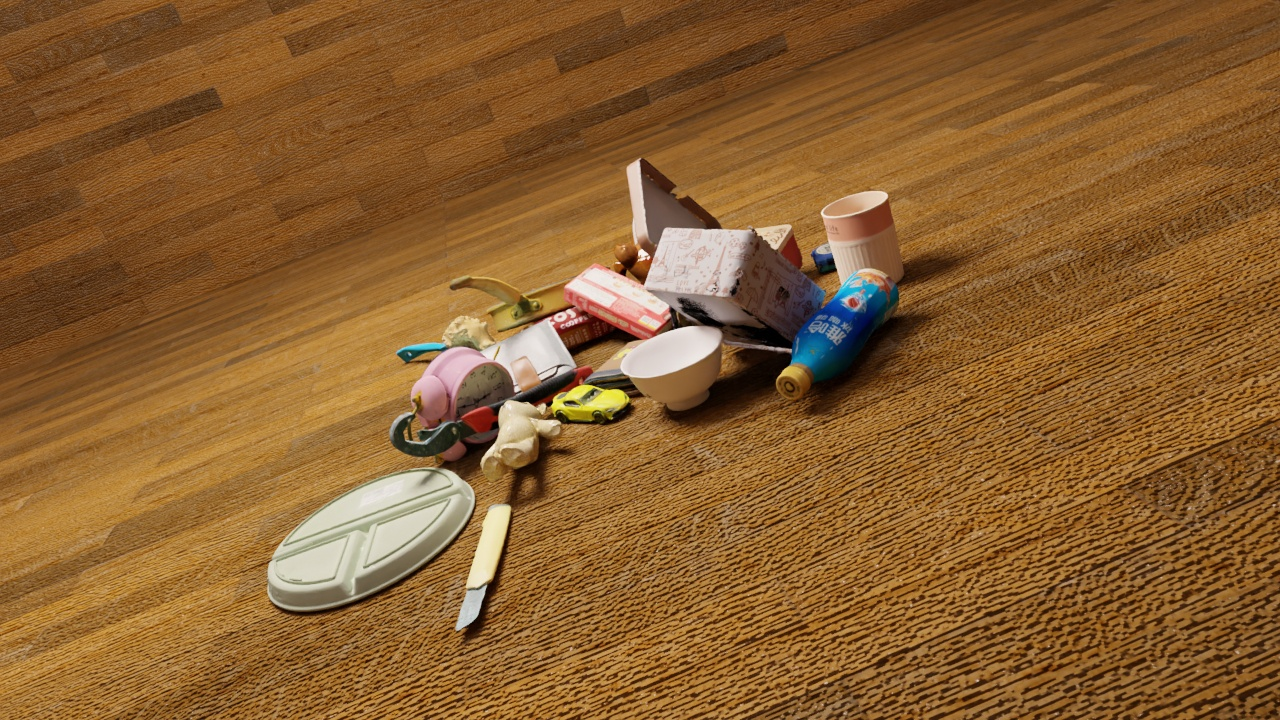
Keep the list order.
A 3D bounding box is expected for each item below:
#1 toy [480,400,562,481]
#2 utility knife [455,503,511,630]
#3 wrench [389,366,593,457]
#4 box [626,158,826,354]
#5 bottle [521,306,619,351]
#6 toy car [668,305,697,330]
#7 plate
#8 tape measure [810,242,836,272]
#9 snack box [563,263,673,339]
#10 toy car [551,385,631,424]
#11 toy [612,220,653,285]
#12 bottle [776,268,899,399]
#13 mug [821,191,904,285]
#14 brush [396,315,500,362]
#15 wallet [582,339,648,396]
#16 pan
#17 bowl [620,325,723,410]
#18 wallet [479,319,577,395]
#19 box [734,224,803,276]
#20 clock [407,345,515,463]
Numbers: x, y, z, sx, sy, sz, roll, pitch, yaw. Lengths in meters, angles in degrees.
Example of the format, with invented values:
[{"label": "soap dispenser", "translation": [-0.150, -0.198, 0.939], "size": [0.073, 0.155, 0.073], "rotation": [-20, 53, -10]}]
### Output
[{"label": "toy", "translation": [-0.139, 0.088, 1.004], "size": [0.105, 0.066, 0.157], "rotation": [-35, 11, 10]}, {"label": "utility knife", "translation": [-0.144, 0.181, 0.846], "size": [0.031, 0.021, 0.204], "rotation": [-20, 14, 8]}, {"label": "wrench", "translation": [-0.165, 0.057, 1.077], "size": [0.272, 0.056, 0.016], "rotation": [-17, 23, -35]}, {"label": "box", "translation": [0.080, -0.109, 1.054], "size": [0.134, 0.179, 0.270], "rotation": [-50, 46, 10]}, {"label": "bottle", "translation": [-0.081, -0.053, 1.303], "size": [0.174, 0.057, 0.057], "rotation": [-25, 22, -13]}, {"label": "toy car", "translation": [0.076, -0.090, 1.237], "size": [0.042, 0.070, 0.157], "rotation": [-1, 29, 29]}, {"label": "plate", "translation": [-0.286, 0.179, 0.968], "size": [0.230, 0.027, 0.229], "rotation": [-17, 21, 7]}, {"label": "tape measure", "translation": [0.263, -0.142, 1.260], "size": [0.054, 0.025, 0.058], "rotation": [-15, 26, 7]}, {"label": "snack box", "translation": [-0.024, -0.080, 1.261], "size": [0.153, 0.026, 0.075], "rotation": [27, 45, 21]}, {"label": "toy car", "translation": [-0.059, 0.049, 1.075], "size": [0.105, 0.032, 0.048], "rotation": [0, 29, 39]}, {"label": "toy", "translation": [0.022, -0.190, 1.473], "size": [0.140, 0.130, 0.199], "rotation": [-21, 11, 15]}, {"label": "bottle", "translation": [0.206, -0.026, 0.974], "size": [0.065, 0.065, 0.218], "rotation": [0, 29, 41]}, {"label": "mug", "translation": [0.282, -0.153, 1.157], "size": [0.082, 0.106, 0.114], "rotation": [-12, 23, 20]}, {"label": "brush", "translation": [-0.307, -0.022, 1.423], "size": [0.255, 0.083, 0.045], "rotation": [-8, 45, 47]}, {"label": "wallet", "translation": [-0.007, 0.007, 1.134], "size": [0.090, 0.033, 0.115], "rotation": [-6, 22, 34]}, {"label": "pan", "translation": [-0.165, -0.096, 1.318], "size": [0.198, 0.078, 0.356], "rotation": [-19, 3, 21]}, {"label": "bowl", "translation": [0.044, 0.016, 1.016], "size": [0.118, 0.065, 0.118], "rotation": [-18, 21, 7]}, {"label": "wallet", "translation": [-0.160, 0.007, 1.212], "size": [0.129, 0.037, 0.106], "rotation": [-26, 50, -10]}, {"label": "box", "translation": [0.150, -0.106, 1.225], "size": [0.091, 0.076, 0.167], "rotation": [-4, 33, 34]}, {"label": "clock", "translation": [-0.217, 0.054, 1.093], "size": [0.060, 0.117, 0.158], "rotation": [14, 36, 37]}]
